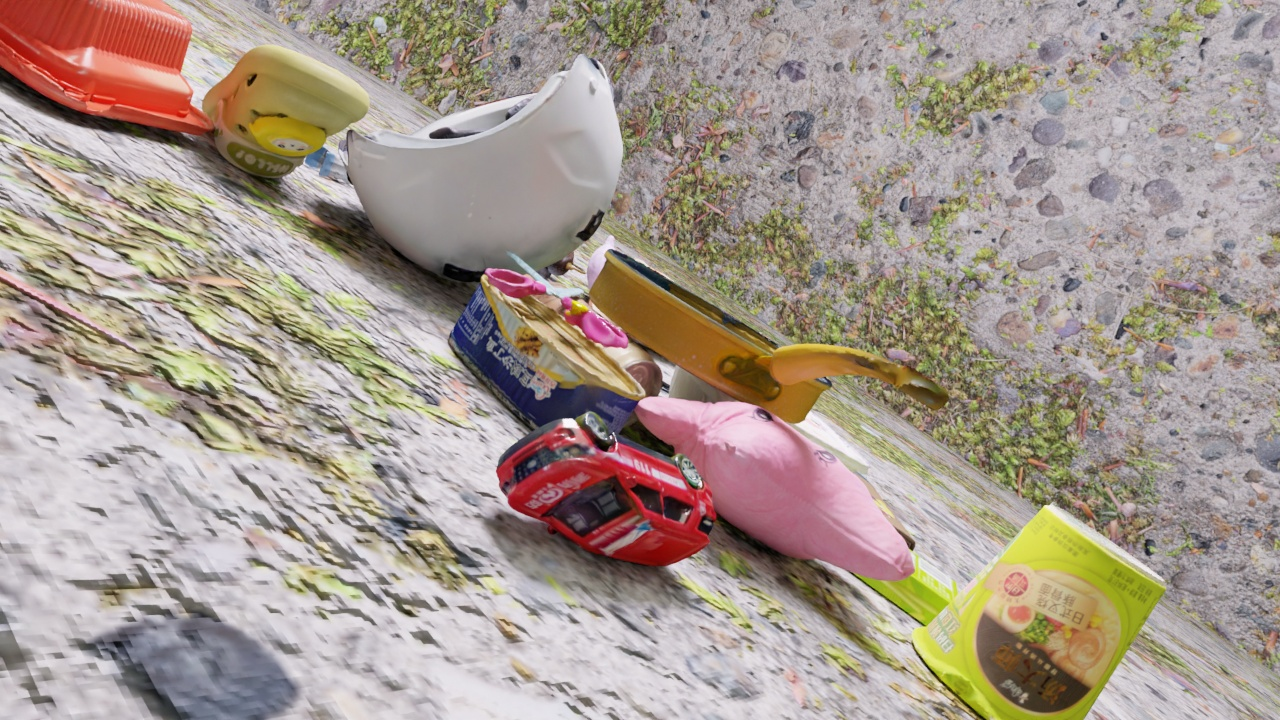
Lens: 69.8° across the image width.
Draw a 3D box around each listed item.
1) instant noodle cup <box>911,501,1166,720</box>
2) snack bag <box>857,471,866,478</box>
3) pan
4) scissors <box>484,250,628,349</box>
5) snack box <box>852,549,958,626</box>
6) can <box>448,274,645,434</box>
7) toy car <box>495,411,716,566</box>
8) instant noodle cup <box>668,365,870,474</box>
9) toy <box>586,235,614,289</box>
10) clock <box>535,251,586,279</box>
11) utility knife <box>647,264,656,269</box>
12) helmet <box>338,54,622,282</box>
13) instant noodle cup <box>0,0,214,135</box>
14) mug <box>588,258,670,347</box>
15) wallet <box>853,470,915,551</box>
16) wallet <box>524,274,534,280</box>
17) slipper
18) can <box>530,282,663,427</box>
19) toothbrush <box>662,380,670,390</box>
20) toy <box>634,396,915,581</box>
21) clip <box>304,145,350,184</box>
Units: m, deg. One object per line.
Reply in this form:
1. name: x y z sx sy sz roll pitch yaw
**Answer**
1. instant noodle cup: 0.250 0.158 0.567 0.111 0.123 0.111 32 10 -6
2. snack bag: 0.157 0.071 0.996 0.191 0.039 0.110 29 -1 -24
3. pan: 0.082 -0.009 0.622 0.197 0.078 0.357 27 9 -23
4. scissors: -0.062 -0.045 0.602 0.131 0.017 0.133 17 19 -47
5. snack box: 0.166 0.139 0.694 0.156 0.026 0.085 35 10 13
6. can: -0.061 0.002 0.574 0.148 0.049 0.074 40 11 37
7. toy car: -0.011 0.062 0.416 0.120 0.053 0.045 30 34 -44
8. instant noodle cup: 0.100 0.057 0.800 0.173 0.060 0.138 27 11 -24
9. toy: -0.046 -0.103 1.104 0.039 0.084 0.108 8 15 -4
10. clock: -0.117 -0.131 1.064 0.122 0.055 0.082 33 9 -9
11. utility knife: -0.008 -0.084 1.103 0.031 0.020 0.188 8 -9 -9
12. helmet: -0.115 -0.145 0.753 0.258 0.229 0.146 -139 -150 -71
13. instant noodle cup: -0.383 -0.227 0.603 0.189 0.079 0.164 35 11 0
14. mug: -0.001 -0.057 1.034 0.115 0.081 0.105 2 -15 40
15. wallet: 0.194 0.128 0.839 0.090 0.033 0.115 31 13 -15
16. wallet: -0.136 -0.090 0.906 0.115 0.020 0.101 31 8 -31
17. slipper: -0.279 -0.178 0.704 0.091 0.081 0.191 14 -8 -42
18. can: -0.041 -0.006 0.651 0.116 0.058 0.058 39 11 37
19. toothbrush: -0.005 0.005 0.852 0.189 0.018 0.014 28 8 -34
20. toy: 0.085 0.077 0.576 0.195 0.074 0.178 32 -1 25
21. clip: -0.284 -0.180 0.863 0.045 0.027 0.058 29 3 28
